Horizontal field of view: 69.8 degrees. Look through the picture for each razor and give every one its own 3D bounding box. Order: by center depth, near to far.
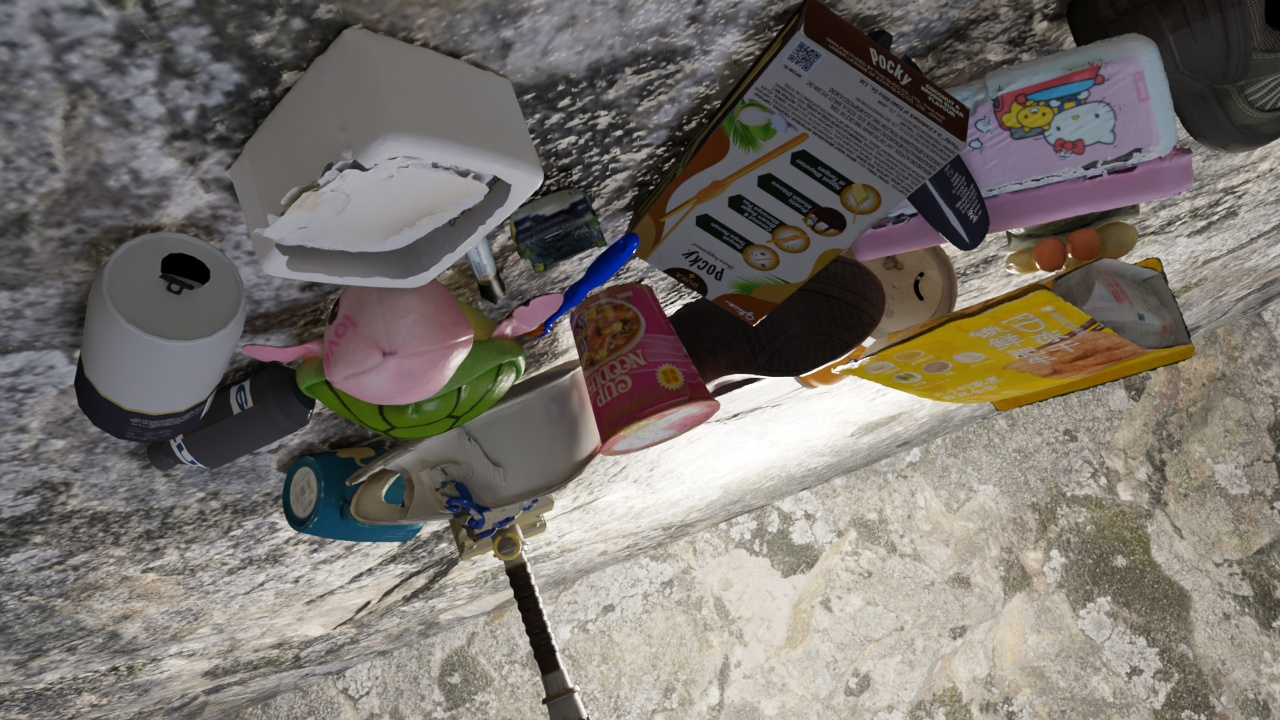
[{"bbox_3d":[0.155,-0.116,0.514,0.047,0.143,0.052,-51,-156,-13],"label":"razor"}]

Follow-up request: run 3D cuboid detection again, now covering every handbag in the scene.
[{"bbox_3d":[0.303,-0.122,0.672,0.113,0.123,0.171,-14,168,29],"label":"handbag"},{"bbox_3d":[-0.128,0.077,0.723,0.200,0.093,0.200,-18,-174,16],"label":"handbag"}]

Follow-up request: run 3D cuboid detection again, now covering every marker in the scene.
[{"bbox_3d":[-0.094,-0.067,0.524,0.017,0.017,0.146,-20,164,-7],"label":"marker"}]

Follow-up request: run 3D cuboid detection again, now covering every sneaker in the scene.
[{"bbox_3d":[0.370,-0.206,0.536,0.237,0.101,0.143,0,160,-38],"label":"sneaker"},{"bbox_3d":[0.108,-0.025,0.740,0.119,0.095,0.235,-14,169,-46],"label":"sneaker"}]

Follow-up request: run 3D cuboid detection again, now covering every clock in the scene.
[{"bbox_3d":[0.192,-0.060,0.793,0.157,0.103,0.061,5,169,-1],"label":"clock"}]

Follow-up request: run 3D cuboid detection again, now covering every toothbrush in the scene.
[{"bbox_3d":[-0.044,-0.046,0.610,0.018,0.016,0.183,-7,167,-28],"label":"toothbrush"}]

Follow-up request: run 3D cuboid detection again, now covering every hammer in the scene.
[{"bbox_3d":[-0.116,0.255,0.958,0.100,0.324,0.191,-17,163,-16],"label":"hammer"}]

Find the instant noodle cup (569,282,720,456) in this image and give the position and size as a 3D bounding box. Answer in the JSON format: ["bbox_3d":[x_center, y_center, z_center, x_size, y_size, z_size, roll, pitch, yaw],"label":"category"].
[{"bbox_3d":[-0.004,0.004,0.697,0.097,0.108,0.098,-20,163,-7],"label":"instant noodle cup"}]

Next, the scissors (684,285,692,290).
[{"bbox_3d":[0.095,-0.099,0.670,0.078,0.032,0.176,-6,153,-38],"label":"scissors"}]

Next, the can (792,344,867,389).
[{"bbox_3d":[0.212,-0.032,0.907,0.079,0.079,0.143,-2,155,-49],"label":"can"}]

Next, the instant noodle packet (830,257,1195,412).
[{"bbox_3d":[0.263,-0.018,0.657,0.221,0.084,0.163,1,163,-41],"label":"instant noodle packet"}]

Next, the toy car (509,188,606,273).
[{"bbox_3d":[-0.048,-0.076,0.527,0.048,0.033,0.105,-25,177,0],"label":"toy car"}]

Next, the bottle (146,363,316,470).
[{"bbox_3d":[-0.266,0.041,0.593,0.112,0.047,0.047,-24,163,8],"label":"bottle"}]

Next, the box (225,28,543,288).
[{"bbox_3d":[-0.107,-0.072,0.394,0.107,0.076,0.102,-35,160,31],"label":"box"}]

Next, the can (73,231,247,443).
[{"bbox_3d":[-0.232,-0.011,0.443,0.064,0.064,0.128,-8,159,-39],"label":"can"}]

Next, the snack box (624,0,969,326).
[{"bbox_3d":[0.076,-0.098,0.512,0.101,0.031,0.187,29,143,-13],"label":"snack box"}]

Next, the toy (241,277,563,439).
[{"bbox_3d":[-0.139,0.000,0.559,0.190,0.087,0.239,-6,169,-14],"label":"toy"}]

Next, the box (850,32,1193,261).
[{"bbox_3d":[0.213,-0.108,0.555,0.202,0.073,0.149,-10,159,37],"label":"box"}]

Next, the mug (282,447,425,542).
[{"bbox_3d":[-0.236,0.118,0.781,0.112,0.084,0.104,17,-176,41],"label":"mug"}]
